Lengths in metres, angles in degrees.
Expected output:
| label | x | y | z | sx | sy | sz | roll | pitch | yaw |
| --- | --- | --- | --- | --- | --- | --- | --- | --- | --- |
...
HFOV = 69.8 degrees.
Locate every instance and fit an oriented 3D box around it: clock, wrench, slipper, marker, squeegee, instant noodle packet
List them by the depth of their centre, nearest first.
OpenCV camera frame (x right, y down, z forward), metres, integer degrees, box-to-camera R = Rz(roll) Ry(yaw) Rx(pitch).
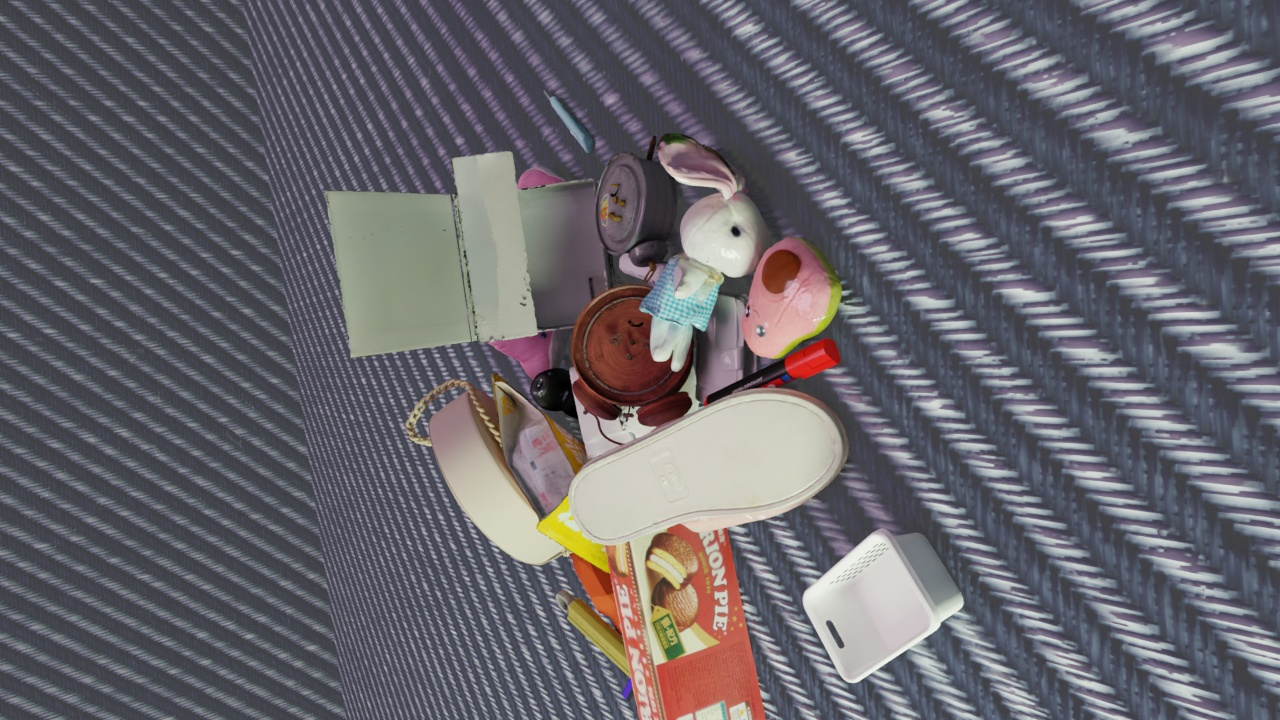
| label | x | y | z | sx | sy | sz | roll | pitch | yaw |
| --- | --- | --- | --- | --- | --- | --- | --- | --- | --- |
| marker | 0.111 | 0.018 | 0.800 | 0.145 | 0.021 | 0.023 | -30 | 94 | 43 |
| slipper | 0.056 | 0.098 | 0.826 | 0.275 | 0.054 | 0.114 | -20 | 88 | 26 |
| clock | -0.006 | 0.005 | 0.901 | 0.072 | 0.121 | 0.157 | 41 | -122 | -75 |
| clock | -0.004 | -0.145 | 0.930 | 0.104 | 0.056 | 0.147 | -40 | 57 | 52 |
| marker | 0.020 | -0.090 | 0.945 | 0.126 | 0.025 | 0.025 | 26 | 119 | 54 |
| wrench | -0.005 | 0.347 | 1.049 | 0.273 | 0.018 | 0.084 | 34 | 138 | 32 |
| instant noodle packet | -0.087 | 0.115 | 1.049 | 0.084 | 0.163 | 0.221 | -41 | 48 | 6 |
| squeegee | -0.038 | 0.273 | 1.106 | 0.184 | 0.055 | 0.250 | 54 | 140 | 36 |

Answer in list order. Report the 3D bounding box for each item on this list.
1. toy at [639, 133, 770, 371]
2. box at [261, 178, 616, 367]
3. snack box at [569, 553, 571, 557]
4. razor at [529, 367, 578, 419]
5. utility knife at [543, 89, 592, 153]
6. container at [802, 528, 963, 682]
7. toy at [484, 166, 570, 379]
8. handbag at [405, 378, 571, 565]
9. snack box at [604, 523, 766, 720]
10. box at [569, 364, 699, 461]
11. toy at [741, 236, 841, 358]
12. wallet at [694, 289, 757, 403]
| label | x | y | z | sx | sy | sz | roll | pitch | yaw |
| --- | --- | --- | --- | --- | --- | --- | --- | --- | --- |
| toy | 0.057 | -0.086 | 0.805 | 0.106 | 0.130 | 0.205 | 17 | 100 | 22 |
| box | -0.198 | -0.100 | 0.967 | 0.150 | 0.368 | 0.167 | -3 | 96 | 56 |
| snack box | -0.094 | 0.188 | 1.207 | 0.089 | 0.021 | 0.133 | 19 | 113 | 56 |
| razor | -0.081 | 0.040 | 1.042 | 0.064 | 0.140 | 0.053 | 26 | 91 | 19 |
| utility knife | -0.087 | -0.287 | 1.079 | 0.129 | 0.015 | 0.022 | 57 | 173 | 36 |
| container | 0.190 | 0.188 | 0.715 | 0.080 | 0.049 | 0.130 | 63 | 144 | 27 |
| toy | -0.145 | -0.103 | 1.117 | 0.187 | 0.127 | 0.266 | 17 | 107 | 60 |
| handbag | -0.170 | 0.142 | 1.106 | 0.208 | 0.103 | 0.210 | 50 | -174 | -44 |
| snack box | 0.044 | 0.264 | 0.915 | 0.060 | 0.113 | 0.236 | -18 | 83 | 60 |
| box | 0.004 | 0.042 | 0.974 | 0.124 | 0.137 | 0.108 | 31 | -136 | -76 |
| toy | 0.122 | -0.046 | 0.764 | 0.090 | 0.051 | 0.110 | 60 | 144 | 33 |
| wallet | 0.076 | -0.008 | 0.869 | 0.086 | 0.032 | 0.116 | 14 | 109 | 58 |
